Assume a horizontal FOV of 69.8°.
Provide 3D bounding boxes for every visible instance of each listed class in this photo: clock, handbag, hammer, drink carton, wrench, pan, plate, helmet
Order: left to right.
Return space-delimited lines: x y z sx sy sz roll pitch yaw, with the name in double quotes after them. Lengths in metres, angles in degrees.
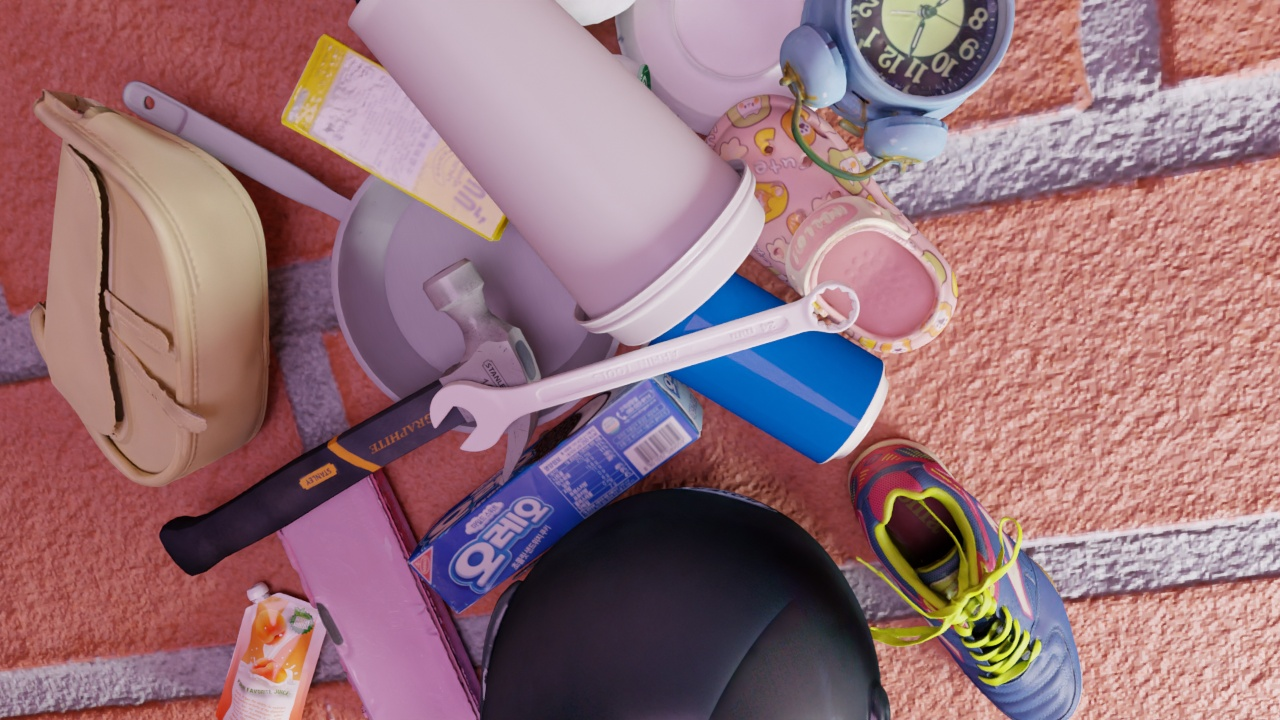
-0.331 -0.038 0.603 0.191 0.088 0.233 31 122 6 "handbag"
-0.290 0.239 0.724 0.069 0.039 0.122 19 100 1 "drink carton"
-0.208 0.064 0.628 0.313 0.035 0.139 -28 102 15 "hammer"
-0.174 -0.089 0.614 0.356 0.050 0.201 31 106 -1 "pan"
-0.003 0.003 0.556 0.274 0.009 0.047 -17 106 13 "wrench"
0.018 0.242 0.569 0.249 0.235 0.317 12 108 14 "helmet"
0.061 -0.218 0.571 0.157 0.014 0.157 2 104 6 "plate"
0.146 -0.180 0.533 0.118 0.060 0.162 30 92 -9 "clock"

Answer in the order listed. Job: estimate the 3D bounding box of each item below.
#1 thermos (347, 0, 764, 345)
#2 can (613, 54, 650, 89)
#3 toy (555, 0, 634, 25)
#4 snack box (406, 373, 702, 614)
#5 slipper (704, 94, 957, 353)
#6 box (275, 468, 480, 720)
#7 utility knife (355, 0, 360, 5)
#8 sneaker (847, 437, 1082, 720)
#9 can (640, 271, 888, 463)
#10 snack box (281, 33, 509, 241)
-0.045 -0.124 0.499 0.132 0.131 0.222 -40 108 14 "thermos"
-0.047 -0.166 0.576 0.101 0.053 0.053 6 105 9 "can"
-0.023 -0.271 0.528 0.179 0.101 0.139 -27 88 4 "toy"
-0.060 0.087 0.642 0.227 0.059 0.059 -39 101 14 "snack box"
0.114 -0.073 0.566 0.197 0.081 0.093 44 113 -8 "slipper"
-0.195 0.189 0.695 0.098 0.037 0.233 -17 101 12 "box"
-0.176 -0.240 0.589 0.020 0.028 0.213 -15 103 16 "utility knife"
0.218 0.166 0.610 0.116 0.091 0.242 -36 98 11 "sneaker"
0.080 0.000 0.591 0.146 0.078 0.079 31 105 -1 "can"
-0.140 -0.136 0.567 0.149 0.025 0.061 30 99 -3 "snack box"
